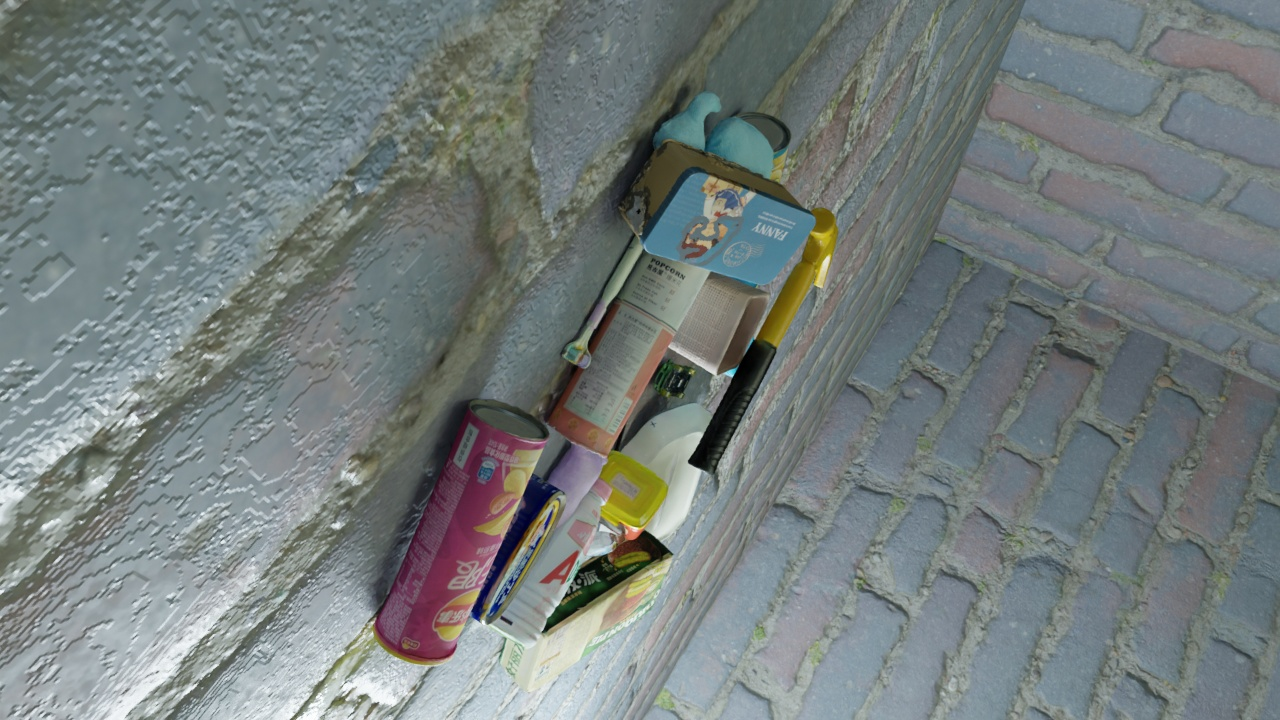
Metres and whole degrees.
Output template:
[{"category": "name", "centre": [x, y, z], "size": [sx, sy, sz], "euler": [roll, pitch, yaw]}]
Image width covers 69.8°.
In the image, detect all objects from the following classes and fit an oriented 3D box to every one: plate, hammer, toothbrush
[{"category": "plate", "centre": [0.027, 0.170, 1.240], "size": [0.161, 0.034, 0.266], "euler": [-17, 137, -34]}, {"category": "hammer", "centre": [0.134, -0.015, 0.984], "size": [0.300, 0.033, 0.129], "euler": [-61, 163, -4]}, {"category": "toothbrush", "centre": [-0.014, 0.064, 1.095], "size": [0.015, 0.018, 0.181], "euler": [-38, 149, -47]}, {"category": "toothbrush", "centre": [-0.017, -0.080, 0.857], "size": [0.189, 0.029, 0.020], "euler": [-61, -155, -6]}]

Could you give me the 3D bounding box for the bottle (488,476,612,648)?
[{"category": "bottle", "centre": [-0.096, 0.214, 1.009], "size": [0.196, 0.068, 0.068], "euler": [-58, 163, -21]}]

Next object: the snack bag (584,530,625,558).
[{"category": "snack bag", "centre": [-0.069, 0.221, 1.087], "size": [0.048, 0.104, 0.026], "euler": [81, -2, -63]}]

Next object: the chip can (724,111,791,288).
[{"category": "chip can", "centre": [0.111, -0.164, 1.004], "size": [0.071, 0.071, 0.211], "euler": [-49, 159, -34]}]

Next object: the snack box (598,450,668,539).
[{"category": "snack box", "centre": [-0.023, 0.168, 1.109], "size": [0.081, 0.091, 0.080], "euler": [-52, 167, -30]}]

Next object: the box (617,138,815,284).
[{"category": "box", "centre": [0.074, -0.128, 0.823], "size": [0.184, 0.061, 0.090], "euler": [10, 127, -38]}]

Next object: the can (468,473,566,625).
[{"category": "can", "centre": [-0.129, 0.179, 0.885], "size": [0.148, 0.049, 0.074], "euler": [-59, 163, -8]}]

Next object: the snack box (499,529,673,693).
[{"category": "snack box", "centre": [-0.065, 0.314, 1.171], "size": [0.239, 0.063, 0.115], "euler": [-22, 140, -45]}]

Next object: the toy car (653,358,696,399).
[{"category": "toy car", "centre": [0.040, 0.022, 1.144], "size": [0.043, 0.036, 0.091], "euler": [-62, 164, 5]}]

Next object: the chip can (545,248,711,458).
[{"category": "chip can", "centre": [-0.011, -0.015, 0.887], "size": [0.214, 0.071, 0.071], "euler": [-61, 163, -2]}]

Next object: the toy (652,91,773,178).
[{"category": "toy", "centre": [0.072, -0.179, 0.857], "size": [0.156, 0.050, 0.162], "euler": [-22, 136, -26]}]

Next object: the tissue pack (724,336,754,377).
[{"category": "tissue pack", "centre": [0.089, -0.031, 1.110], "size": [0.063, 0.090, 0.140], "euler": [-60, 163, -4]}]

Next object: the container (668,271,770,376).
[{"category": "container", "centre": [0.061, -0.052, 0.965], "size": [0.090, 0.111, 0.090], "euler": [-18, 134, -66]}]

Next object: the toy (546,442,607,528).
[{"category": "toy", "centre": [-0.079, 0.132, 0.975], "size": [0.108, 0.039, 0.084], "euler": [-53, 144, -14]}]

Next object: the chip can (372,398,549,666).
[{"category": "chip can", "centre": [-0.145, 0.139, 0.742], "size": [0.211, 0.071, 0.071], "euler": [-65, 162, 11]}]
